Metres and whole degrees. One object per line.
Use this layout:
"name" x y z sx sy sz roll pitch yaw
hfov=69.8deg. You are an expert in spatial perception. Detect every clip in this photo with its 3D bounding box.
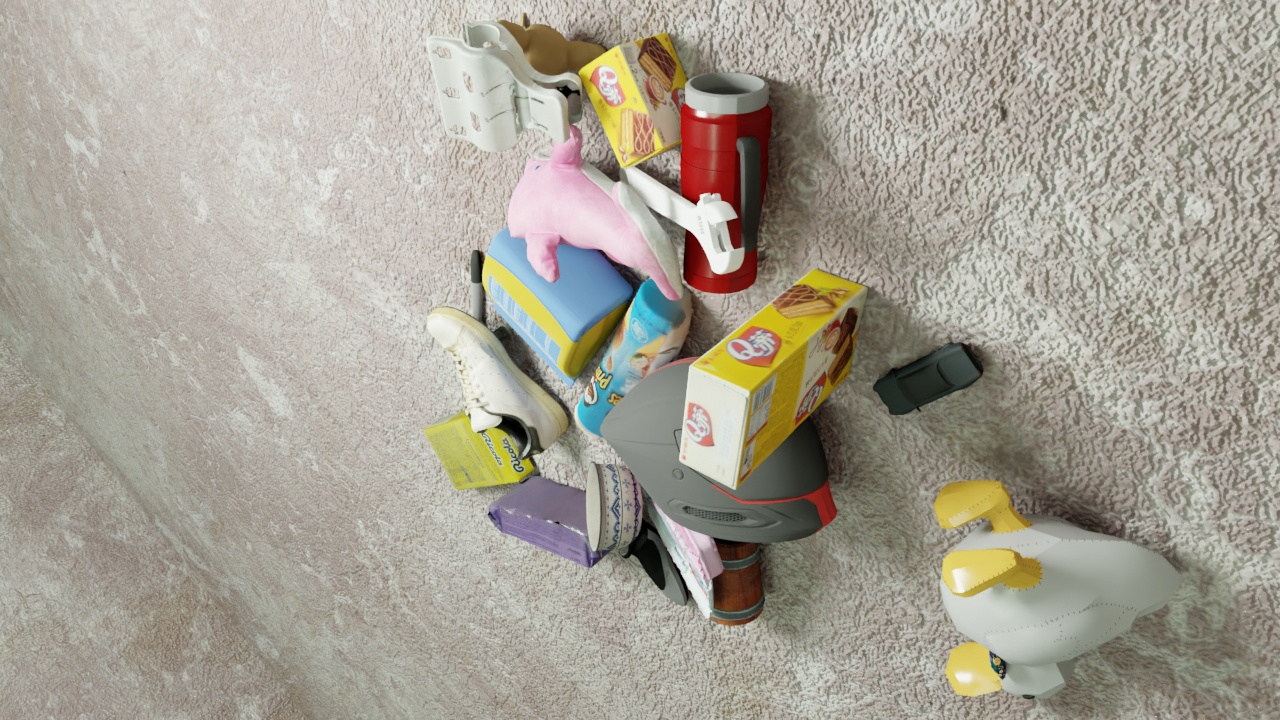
"clip" -0.207 -0.028 1.266 0.075 0.035 0.023 -21 102 52
"clip" -0.126 -0.268 0.903 0.151 0.091 0.126 7 149 5

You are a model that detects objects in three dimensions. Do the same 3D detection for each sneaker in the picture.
"sneaker" -0.208 0.039 1.220 0.241 0.102 0.089 46 147 -13

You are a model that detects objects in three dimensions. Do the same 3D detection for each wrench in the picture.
"wrench" 0.031 -0.149 0.888 0.273 0.018 0.066 -134 32 -58

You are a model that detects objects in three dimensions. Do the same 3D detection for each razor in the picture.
"razor" 0.022 0.272 1.237 0.057 0.060 0.156 1 136 54

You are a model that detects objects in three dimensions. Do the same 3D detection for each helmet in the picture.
"helmet" 0.081 0.081 0.985 0.265 0.163 0.170 6 108 25

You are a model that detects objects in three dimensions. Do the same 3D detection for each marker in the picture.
"marker" -0.224 -0.091 1.251 0.022 0.016 0.139 -123 31 -46

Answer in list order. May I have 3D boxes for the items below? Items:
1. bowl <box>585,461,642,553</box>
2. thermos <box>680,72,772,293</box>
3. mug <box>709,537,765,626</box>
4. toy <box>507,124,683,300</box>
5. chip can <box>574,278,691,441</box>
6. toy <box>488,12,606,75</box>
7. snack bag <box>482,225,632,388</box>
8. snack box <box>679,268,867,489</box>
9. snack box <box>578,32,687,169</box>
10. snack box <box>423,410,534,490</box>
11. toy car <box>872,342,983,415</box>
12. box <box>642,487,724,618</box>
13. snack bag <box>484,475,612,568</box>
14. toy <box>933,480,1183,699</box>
"bowl" -0.032 0.186 1.169 0.115 0.059 0.115 179 91 -78
"thermos" 0.084 -0.163 0.880 0.108 0.084 0.199 -122 25 -52
"mug" 0.101 0.252 1.144 0.117 0.081 0.111 28 130 50
"toy" -0.066 -0.142 0.971 0.266 0.127 0.187 37 164 44
"chip can" -0.006 0.006 1.080 0.080 0.079 0.230 42 135 13
"toy" -0.117 -0.314 0.969 0.108 0.134 0.106 33 115 57
"snack bag" -0.113 -0.065 1.118 0.159 0.102 0.206 46 149 9
"snack box" 0.128 0.011 0.853 0.062 0.229 0.110 24 130 28
"snack box" 0.004 -0.255 0.902 0.061 0.083 0.106 -15 104 44
"snack box" -0.248 0.132 1.388 0.181 0.045 0.121 -17 105 48
"toy car" 0.272 0.019 0.876 0.046 0.034 0.112 55 137 -1
"box" 0.046 0.196 1.116 0.201 0.044 0.155 -122 12 -46
"snack bag" -0.115 0.217 1.288 0.206 0.096 0.058 13 124 34
"toy" 0.369 0.228 0.858 0.247 0.140 0.267 -24 124 29
